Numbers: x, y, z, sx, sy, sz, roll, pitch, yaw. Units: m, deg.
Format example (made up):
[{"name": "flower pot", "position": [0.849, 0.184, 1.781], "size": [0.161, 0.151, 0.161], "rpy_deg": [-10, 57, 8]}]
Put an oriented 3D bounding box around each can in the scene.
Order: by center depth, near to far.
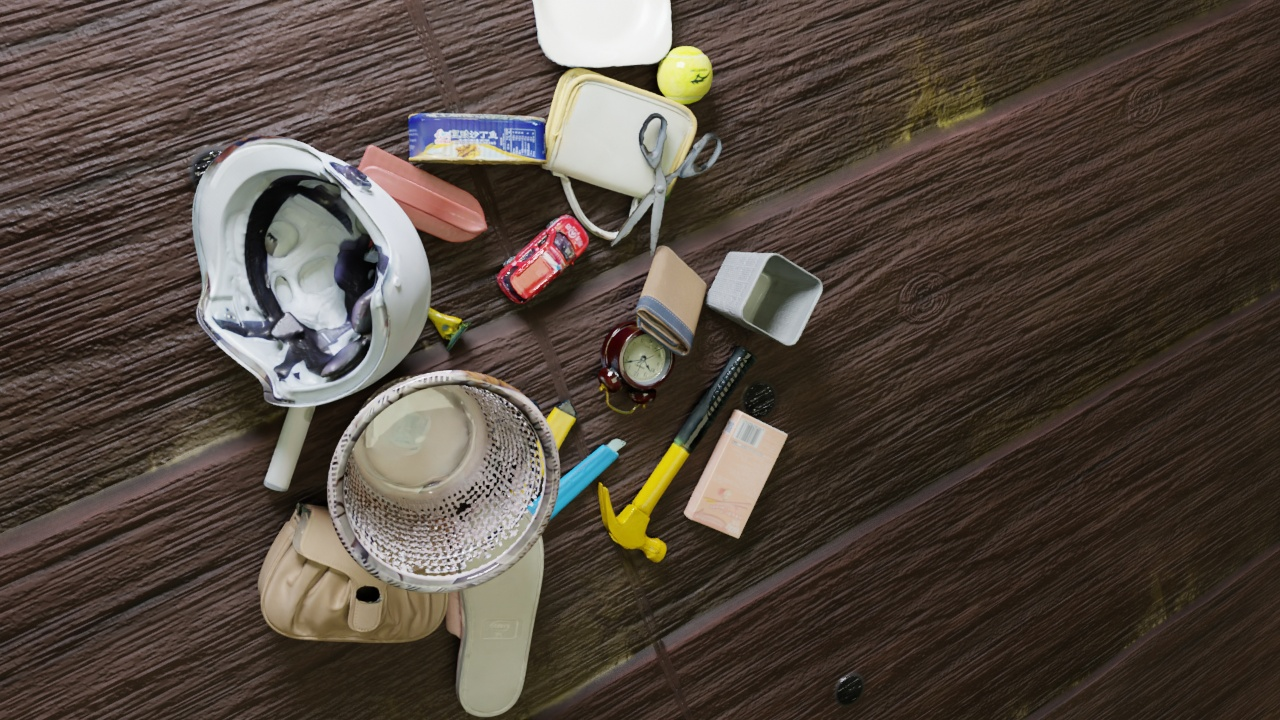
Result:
[{"name": "can", "position": [-0.175, -0.238, 0.990], "size": [0.148, 0.074, 0.049], "rpy_deg": [-2, 100, -14]}]

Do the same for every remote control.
[{"name": "remote control", "position": [-0.160, 0.108, 1.096], "size": [0.053, 0.024, 0.136], "rpy_deg": [25, 90, -26]}]

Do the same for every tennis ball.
[{"name": "tennis ball", "position": [0.052, -0.333, 1.073], "size": [0.065, 0.065, 0.065], "rpy_deg": [-5, 102, -22]}]

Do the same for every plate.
[{"name": "plate", "position": [-0.046, -0.411, 1.029], "size": [0.163, 0.034, 0.164], "rpy_deg": [-8, 100, -21]}]

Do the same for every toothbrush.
[{"name": "toothbrush", "position": [-0.361, 0.035, 0.995], "size": [0.026, 0.026, 0.221], "rpy_deg": [20, 92, 7]}]

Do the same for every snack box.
[{"name": "snack box", "position": [0.128, 0.152, 1.227], "size": [0.084, 0.026, 0.157], "rpy_deg": [26, 90, -26]}]

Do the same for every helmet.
[{"name": "helmet", "position": [-0.307, -0.089, 0.906], "size": [0.229, 0.145, 0.258], "rpy_deg": [-45, 76, 20]}]

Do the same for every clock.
[{"name": "clock", "position": [-0.007, 0.007, 1.123], "size": [0.082, 0.055, 0.122], "rpy_deg": [24, 88, -26]}]

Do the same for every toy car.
[{"name": "toy car", "position": [-0.110, -0.116, 1.062], "size": [0.120, 0.045, 0.053], "rpy_deg": [-46, 115, -11]}]

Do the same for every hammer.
[{"name": "hammer", "position": [0.054, 0.111, 1.185], "size": [0.128, 0.033, 0.300], "rpy_deg": [37, 85, -26]}]

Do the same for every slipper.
[{"name": "slipper", "position": [-0.179, 0.295, 1.111], "size": [0.114, 0.054, 0.274], "rpy_deg": [0, 98, -23]}]

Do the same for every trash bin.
[{"name": "trash bin", "position": [-0.221, 0.104, 0.975], "size": [0.227, 0.192, 0.227], "rpy_deg": [-5, 103, -22]}]

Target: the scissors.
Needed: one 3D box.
[{"name": "scissors", "position": [0.024, -0.205, 1.066], "size": [0.178, 0.014, 0.159], "rpy_deg": [-31, 125, 0]}]

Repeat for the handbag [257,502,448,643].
[{"name": "handbag", "position": [-0.310, 0.239, 1.018], "size": [0.204, 0.100, 0.148], "rpy_deg": [10, 93, -28]}]

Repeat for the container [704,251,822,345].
[{"name": "container", "position": [0.147, -0.081, 1.138], "size": [0.090, 0.114, 0.090], "rpy_deg": [28, 89, -26]}]

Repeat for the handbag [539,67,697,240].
[{"name": "handbag", "position": [-0.038, -0.233, 1.068], "size": [0.163, 0.063, 0.179], "rpy_deg": [13, 110, -25]}]

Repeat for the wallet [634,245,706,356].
[{"name": "wallet", "position": [0.038, -0.073, 1.109], "size": [0.090, 0.033, 0.115], "rpy_deg": [39, 47, -26]}]

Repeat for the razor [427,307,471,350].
[{"name": "razor", "position": [-0.255, -0.059, 1.020], "size": [0.132, 0.028, 0.043], "rpy_deg": [30, 121, -27]}]

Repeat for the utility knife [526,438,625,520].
[{"name": "utility knife", "position": [-0.081, 0.151, 1.143], "size": [0.161, 0.018, 0.034], "rpy_deg": [-40, 119, -13]}]

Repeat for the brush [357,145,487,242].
[{"name": "brush", "position": [-0.233, -0.170, 0.983], "size": [0.145, 0.069, 0.063], "rpy_deg": [23, 92, -25]}]

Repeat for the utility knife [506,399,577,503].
[{"name": "utility knife", "position": [-0.132, 0.132, 1.118], "size": [0.033, 0.015, 0.192], "rpy_deg": [30, 90, -19]}]
